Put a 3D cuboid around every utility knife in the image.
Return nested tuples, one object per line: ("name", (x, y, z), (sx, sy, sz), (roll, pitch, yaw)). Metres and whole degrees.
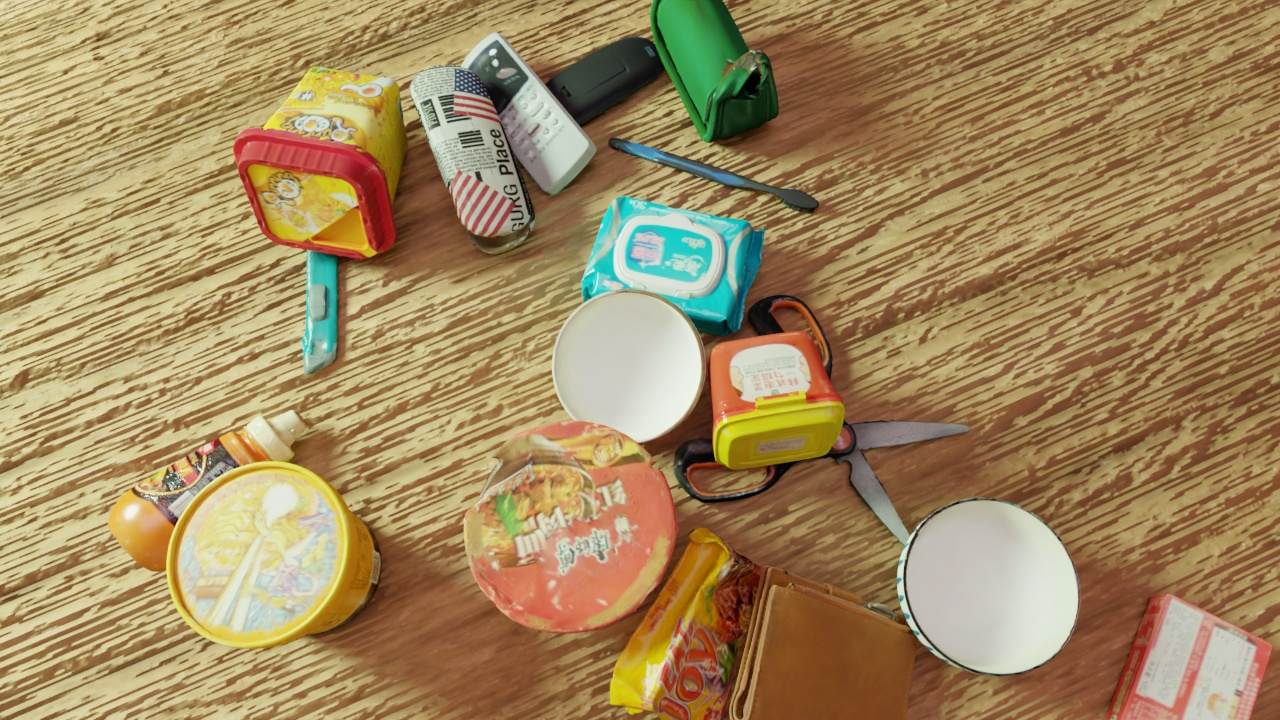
("utility knife", (-0.266, -0.067, 0.759), (0.029, 0.013, 0.166), (-5, 71, -5))

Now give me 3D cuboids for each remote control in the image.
("remote control", (-0.100, -0.213, 0.785), (0.058, 0.021, 0.150), (-43, 74, 16))
("remote control", (-0.040, -0.244, 0.803), (0.136, 0.024, 0.053), (-34, 75, -8))

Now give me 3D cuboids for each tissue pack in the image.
("tissue pack", (0.027, -0.075, 0.730), (0.133, 0.050, 0.093), (11, 72, 6))

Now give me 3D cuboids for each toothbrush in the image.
("toothbrush", (0.060, -0.158, 0.779), (0.189, 0.016, 0.014), (19, 82, 11))

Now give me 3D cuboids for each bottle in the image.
("bottle", (-0.316, 0.090, 0.688), (0.149, 0.067, 0.067), (-41, 75, -18))

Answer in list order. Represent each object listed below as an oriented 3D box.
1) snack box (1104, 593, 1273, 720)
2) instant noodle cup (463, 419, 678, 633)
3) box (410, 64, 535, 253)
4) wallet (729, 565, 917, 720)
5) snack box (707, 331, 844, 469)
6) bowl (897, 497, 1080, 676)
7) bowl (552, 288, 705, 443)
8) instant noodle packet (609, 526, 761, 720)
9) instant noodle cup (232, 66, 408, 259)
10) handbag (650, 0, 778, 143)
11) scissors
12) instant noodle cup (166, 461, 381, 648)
("snack box", (0.365, 0.244, 0.625), (0.075, 0.025, 0.152), (27, 75, 9))
("instant noodle cup", (-0.041, 0.122, 0.637), (0.138, 0.109, 0.137), (-1, 71, 4))
("box", (-0.137, -0.172, 0.747), (0.075, 0.082, 0.163), (-23, 74, 5))
("wallet", (0.126, 0.206, 0.616), (0.131, 0.031, 0.107), (24, 69, -24))
("snack box", (0.092, 0.026, 0.658), (0.091, 0.082, 0.080), (-8, 60, -1))
("bowl", (0.233, 0.158, 0.637), (0.116, 0.066, 0.116), (-1, 73, 3))
("bowl", (-0.004, 0.004, 0.692), (0.113, 0.062, 0.113), (0, 91, 11))
("instant noodle packet", (0.042, 0.188, 0.619), (0.044, 0.111, 0.128), (16, 70, 45))
("instant noodle cup", (-0.245, -0.164, 0.739), (0.116, 0.116, 0.123), (10, 56, 1))
("handbag", (0.062, -0.253, 0.751), (0.068, 0.120, 0.131), (-23, 79, -3))
("scissors", (0.131, 0.053, 0.699), (0.221, 0.022, 0.233), (-22, 72, -5))
("instant noodle cup", (-0.241, 0.140, 0.637), (0.118, 0.114, 0.118), (-1, 71, 3))
